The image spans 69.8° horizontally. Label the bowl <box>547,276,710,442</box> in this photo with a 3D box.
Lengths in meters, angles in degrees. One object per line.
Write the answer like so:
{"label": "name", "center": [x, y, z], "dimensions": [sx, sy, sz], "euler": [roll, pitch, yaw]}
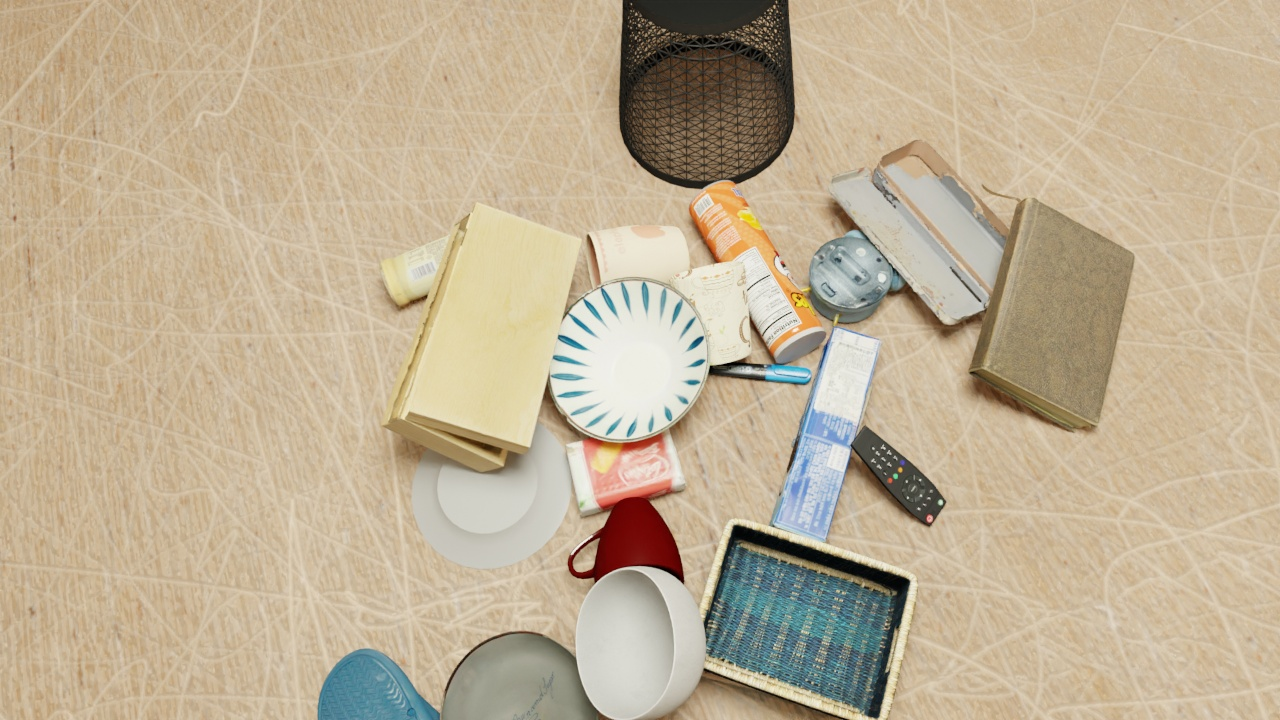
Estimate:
{"label": "bowl", "center": [-0.006, 0.006, 0.975], "dimensions": [0.177, 0.071, 0.177], "euler": [-5, 74, 16]}

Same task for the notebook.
{"label": "notebook", "center": [0.415, -0.061, 0.957], "dimensions": [0.190, 0.035, 0.215], "euler": [27, 72, -10]}

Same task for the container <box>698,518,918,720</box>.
{"label": "container", "center": [0.152, 0.248, 0.871], "dimensions": [0.187, 0.071, 0.145], "euler": [16, 70, 11]}

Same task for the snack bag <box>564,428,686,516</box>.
{"label": "snack bag", "center": [-0.017, 0.111, 0.961], "dimensions": [0.116, 0.036, 0.077], "euler": [-15, 67, -1]}

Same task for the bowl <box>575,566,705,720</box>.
{"label": "bowl", "center": [0.007, 0.255, 0.828], "dimensions": [0.132, 0.064, 0.131], "euler": [-17, 66, 44]}

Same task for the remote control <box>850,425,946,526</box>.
{"label": "remote control", "center": [0.257, 0.114, 0.917], "dimensions": [0.124, 0.010, 0.039], "euler": [43, 75, -14]}

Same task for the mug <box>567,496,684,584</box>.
{"label": "mug", "center": [-0.018, 0.186, 0.911], "dimensions": [0.114, 0.087, 0.088], "euler": [-11, 50, 6]}

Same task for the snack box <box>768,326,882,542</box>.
{"label": "snack box", "center": [0.190, 0.079, 0.944], "dimensions": [0.059, 0.059, 0.226], "euler": [18, 72, 9]}

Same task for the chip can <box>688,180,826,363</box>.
{"label": "chip can", "center": [0.127, -0.101, 1.019], "dimensions": [0.062, 0.062, 0.210], "euler": [-25, 68, -5]}

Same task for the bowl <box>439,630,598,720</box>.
{"label": "bowl", "center": [-0.110, 0.336, 0.867], "dimensions": [0.151, 0.057, 0.150], "euler": [-2, 67, 4]}

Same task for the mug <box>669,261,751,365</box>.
{"label": "mug", "center": [0.062, -0.047, 0.990], "dimensions": [0.122, 0.080, 0.097], "euler": [-7, 103, 27]}

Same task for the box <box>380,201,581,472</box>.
{"label": "box", "center": [-0.154, -0.031, 0.943], "dimensions": [0.123, 0.140, 0.248], "euler": [-17, 51, 43]}

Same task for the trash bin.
{"label": "trash bin", "center": [0.073, -0.351, 1.027], "dimensions": [0.217, 0.243, 0.216], "euler": [-2, 68, 4]}

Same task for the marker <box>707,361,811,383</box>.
{"label": "marker", "center": [0.124, 0.011, 1.000], "dimensions": [0.123, 0.015, 0.018], "euler": [5, 69, 8]}

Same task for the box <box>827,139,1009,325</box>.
{"label": "box", "center": [0.321, -0.144, 1.014], "dimensions": [0.153, 0.058, 0.216], "euler": [-27, 68, -21]}

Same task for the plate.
{"label": "plate", "center": [-0.160, 0.133, 0.973], "dimensions": [0.173, 0.019, 0.172], "euler": [-2, 68, 4]}

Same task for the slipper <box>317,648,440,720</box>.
{"label": "slipper", "center": [-0.225, 0.372, 0.864], "dimensions": [0.104, 0.059, 0.213], "euler": [-37, 83, 0]}

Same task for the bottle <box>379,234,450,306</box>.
{"label": "bottle", "center": [-0.215, -0.117, 1.059], "dimensions": [0.162, 0.056, 0.056], "euler": [-22, 68, -5]}

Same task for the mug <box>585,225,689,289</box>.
{"label": "mug", "center": [-0.006, -0.119, 1.035], "dimensions": [0.104, 0.085, 0.111], "euler": [-10, 38, -10]}

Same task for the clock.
{"label": "clock", "center": [0.239, -0.095, 1.014], "dimensions": [0.124, 0.052, 0.089], "euler": [-39, 69, -11]}
